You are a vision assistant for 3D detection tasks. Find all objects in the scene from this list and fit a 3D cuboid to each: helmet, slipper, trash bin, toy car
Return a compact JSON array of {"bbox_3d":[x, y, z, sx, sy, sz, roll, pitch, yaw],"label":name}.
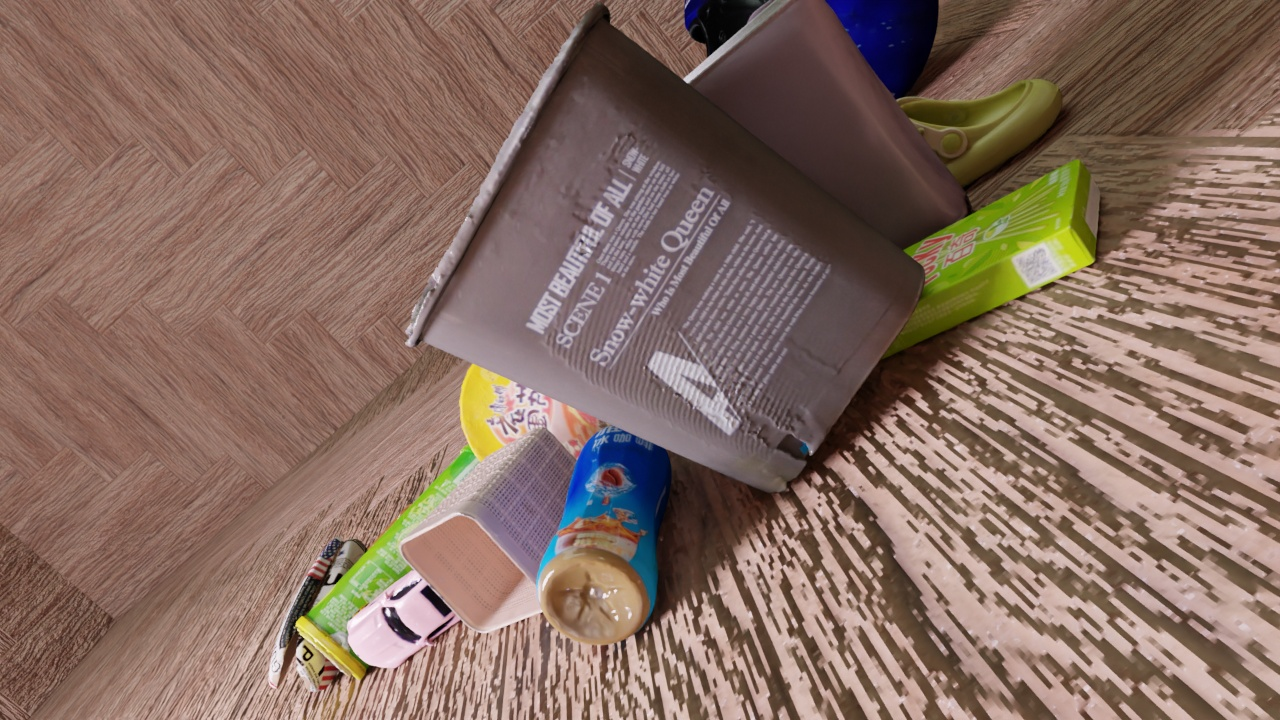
[{"bbox_3d":[0.181,-0.363,1.037,0.246,0.240,0.316,-6,4,-29],"label":"helmet"},{"bbox_3d":[0.215,-0.165,0.694,0.191,0.081,0.091,-29,16,33],"label":"slipper"},{"bbox_3d":[0.016,-0.055,0.524,0.199,0.219,0.198,-57,9,15],"label":"trash bin"},{"bbox_3d":[-0.175,0.194,0.704,0.122,0.056,0.037,-39,7,14],"label":"toy car"}]

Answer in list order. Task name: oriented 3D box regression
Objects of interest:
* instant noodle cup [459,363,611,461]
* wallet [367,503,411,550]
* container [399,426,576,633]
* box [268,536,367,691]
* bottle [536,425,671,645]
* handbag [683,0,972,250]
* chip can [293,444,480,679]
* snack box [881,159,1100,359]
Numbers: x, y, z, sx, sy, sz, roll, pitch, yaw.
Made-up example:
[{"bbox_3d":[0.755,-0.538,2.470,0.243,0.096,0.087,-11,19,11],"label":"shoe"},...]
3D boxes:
[{"bbox_3d":[-0.072,0.032,0.780,0.138,0.138,0.109,-39,5,11],"label":"instant noodle cup"},{"bbox_3d":[-0.273,0.208,0.984,0.131,0.031,0.108,-50,14,-26],"label":"wallet"},{"bbox_3d":[-0.091,0.115,0.652,0.090,0.090,0.110,-31,14,38],"label":"container"},{"bbox_3d":[-0.303,0.228,0.846,0.081,0.075,0.163,-4,31,9],"label":"box"},{"bbox_3d":[-0.013,0.086,0.577,0.065,0.065,0.218,-37,13,19],"label":"bottle"},{"bbox_3d":[0.114,-0.136,0.629,0.145,0.197,0.098,-32,17,31],"label":"handbag"},{"bbox_3d":[-0.192,0.167,0.796,0.220,0.072,0.073,-48,15,-25],"label":"chip can"},{"bbox_3d":[0.186,-0.052,0.537,0.157,0.026,0.085,-30,18,42],"label":"snack box"}]
